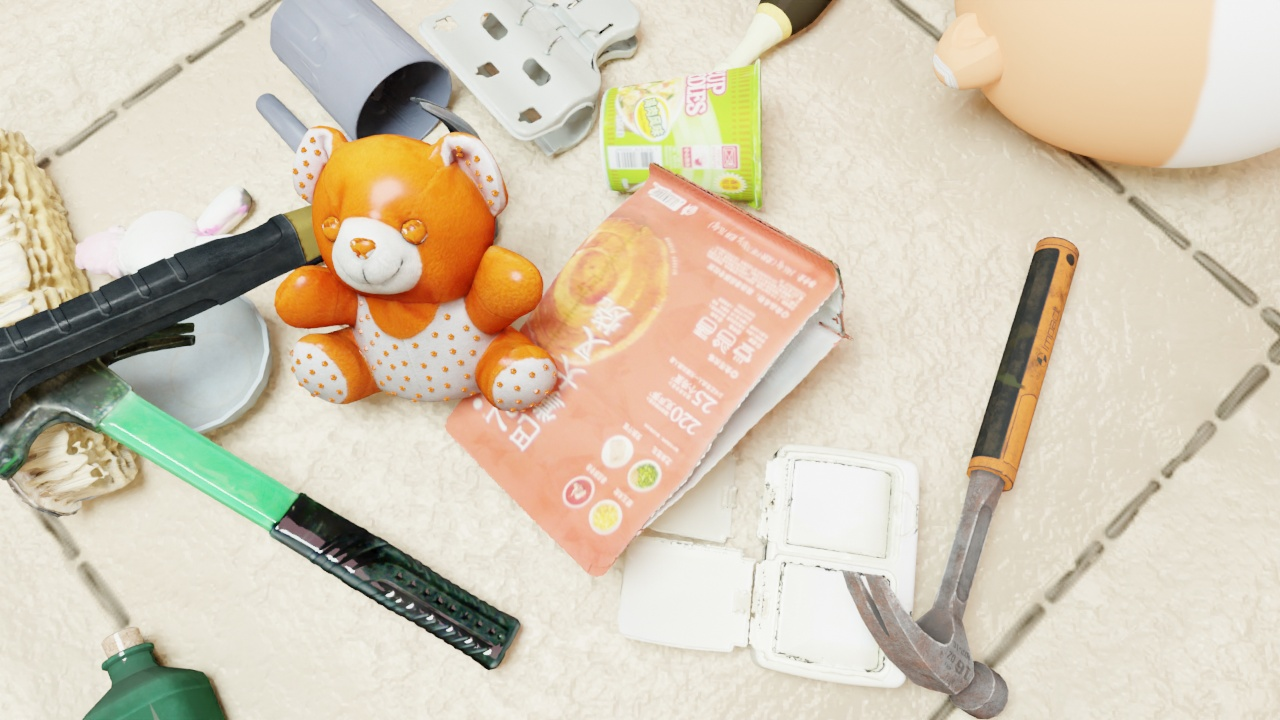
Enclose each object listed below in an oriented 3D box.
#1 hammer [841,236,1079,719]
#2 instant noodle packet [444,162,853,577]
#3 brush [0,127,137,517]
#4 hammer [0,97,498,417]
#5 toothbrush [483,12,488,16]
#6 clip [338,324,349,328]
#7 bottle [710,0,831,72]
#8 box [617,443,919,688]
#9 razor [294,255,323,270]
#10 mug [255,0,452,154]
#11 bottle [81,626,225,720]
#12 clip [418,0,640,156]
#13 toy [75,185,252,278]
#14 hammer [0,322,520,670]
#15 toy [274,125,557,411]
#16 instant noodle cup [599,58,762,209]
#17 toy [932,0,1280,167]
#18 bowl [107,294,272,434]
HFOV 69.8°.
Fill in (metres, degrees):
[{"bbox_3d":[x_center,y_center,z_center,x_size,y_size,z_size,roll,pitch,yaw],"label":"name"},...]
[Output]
[{"bbox_3d":[0.218,0.048,0.578,0.137,0.035,0.313,37,66,-28],"label":"hammer"},{"bbox_3d":[-0.003,0.003,0.566,0.220,0.084,0.164,-46,56,-11],"label":"instant noodle packet"},{"bbox_3d":[-0.400,-0.029,0.601,0.056,0.083,0.271,-23,74,-6],"label":"brush"},{"bbox_3d":[-0.231,-0.061,0.545,0.332,0.118,0.025,-30,53,-27],"label":"hammer"},{"bbox_3d":[-0.040,-0.301,0.716,0.182,0.016,0.018,-18,79,-5],"label":"toothbrush"},{"bbox_3d":[-0.185,-0.024,0.635,0.061,0.041,0.024,17,72,25],"label":"clip"},{"bbox_3d":[0.107,-0.262,0.687,0.045,0.045,0.184,37,77,11],"label":"bottle"},{"bbox_3d":[0.082,0.120,0.572,0.184,0.050,0.143,7,74,1],"label":"box"},{"bbox_3d":[-0.182,-0.098,0.653,0.144,0.022,0.042,-26,74,-7],"label":"razor"},{"bbox_3d":[-0.213,-0.196,0.660,0.104,0.083,0.124,45,105,13],"label":"mug"},{"bbox_3d":[-0.282,0.220,0.537,0.061,0.061,0.131,-29,75,-6],"label":"bottle"},{"bbox_3d":[-0.071,-0.221,0.679,0.151,0.096,0.126,-35,79,-32],"label":"clip"},{"bbox_3d":[-0.324,-0.081,0.636,0.122,0.038,0.079,-12,51,-15],"label":"toy"},{"bbox_3d":[-0.214,0.090,0.551,0.318,0.032,0.130,33,56,-6],"label":"hammer"},{"bbox_3d":[-0.132,-0.046,0.528,0.164,0.173,0.092,3,34,11],"label":"toy"},{"bbox_3d":[0.030,-0.155,0.635,0.108,0.099,0.098,0,73,8],"label":"instant noodle cup"},{"bbox_3d":[0.326,-0.256,0.575,0.281,0.266,0.262,-4,70,15],"label":"toy"},{"bbox_3d":[-0.295,0.002,0.614,0.106,0.039,0.106,0,73,0],"label":"bowl"}]
